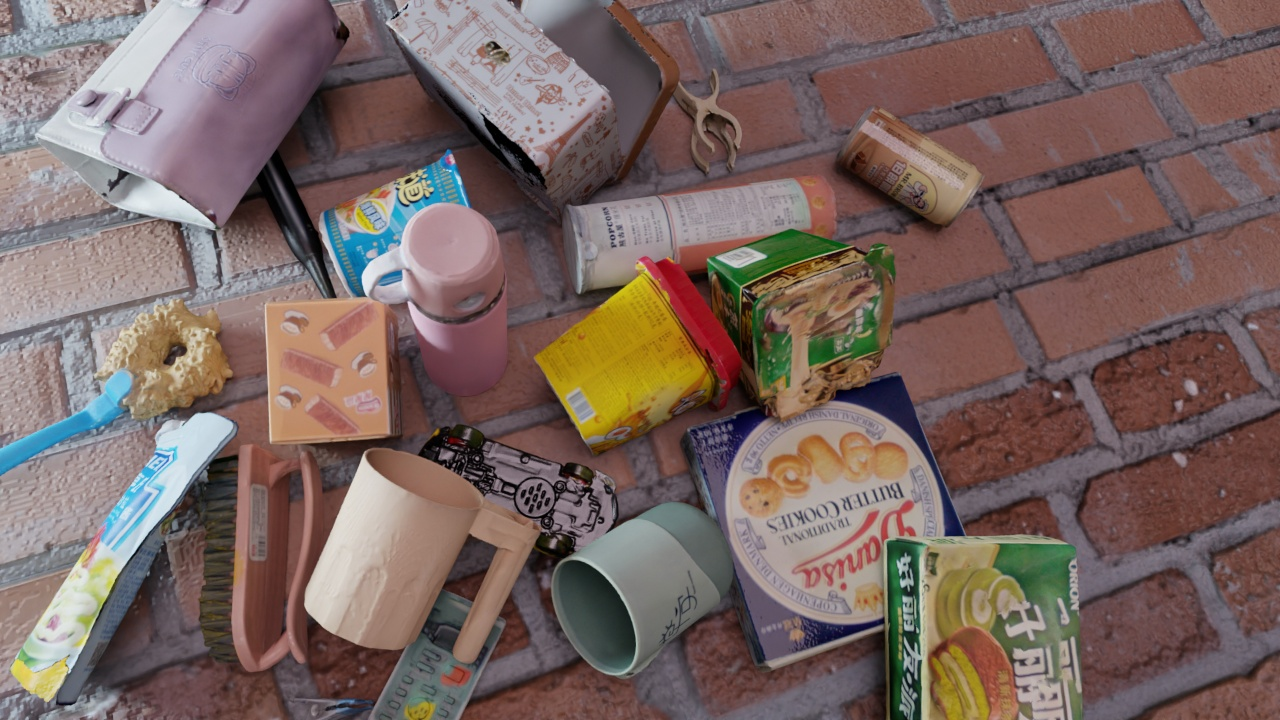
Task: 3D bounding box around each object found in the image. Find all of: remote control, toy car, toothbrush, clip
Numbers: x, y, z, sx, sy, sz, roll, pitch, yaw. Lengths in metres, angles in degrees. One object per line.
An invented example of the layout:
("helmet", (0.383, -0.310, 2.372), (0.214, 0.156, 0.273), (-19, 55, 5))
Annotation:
("remote control", (-0.145, 0.227, 0.621), (0.056, 0.019, 0.134), (26, 68, 2))
("toy car", (-0.092, 0.098, 0.663), (0.156, 0.041, 0.071), (16, 68, 4))
("toothbrush", (-0.264, -0.095, 0.720), (0.027, 0.026, 0.212), (-30, 76, -3))
("clip", (-0.205, 0.231, 0.602), (0.056, 0.024, 0.027), (-13, 68, 12))
("clip", (0.050, -0.211, 0.805), (0.076, 0.035, 0.103), (-20, 69, -15))

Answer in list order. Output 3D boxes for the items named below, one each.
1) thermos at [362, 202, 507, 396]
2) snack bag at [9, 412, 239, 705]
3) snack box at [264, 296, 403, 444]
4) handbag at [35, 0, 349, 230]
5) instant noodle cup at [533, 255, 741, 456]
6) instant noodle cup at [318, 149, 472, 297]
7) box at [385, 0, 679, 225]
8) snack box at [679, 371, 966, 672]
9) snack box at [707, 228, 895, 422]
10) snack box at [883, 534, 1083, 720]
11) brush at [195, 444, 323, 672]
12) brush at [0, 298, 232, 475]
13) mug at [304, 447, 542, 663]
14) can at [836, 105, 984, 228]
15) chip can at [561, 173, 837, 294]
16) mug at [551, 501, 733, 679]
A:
("thermos", (-0.133, -0.032, 0.623), (0.087, 0.199, 0.067), (-21, 75, -13))
("snack bag", (-0.333, 0.118, 0.595), (0.039, 0.110, 0.190), (34, 68, -28))
("snack box", (-0.211, 0.010, 0.642), (0.077, 0.093, 0.094), (-3, 86, -10))
("handbag", (-0.330, -0.205, 0.694), (0.145, 0.098, 0.196), (18, 67, 22))
("instant noodle cup", (-0.004, 0.004, 0.681), (0.123, 0.116, 0.116), (-32, 76, -6))
("instant noodle cup", (-0.180, -0.097, 0.702), (0.110, 0.099, 0.099), (-19, 73, -6))
("box", (-0.071, -0.231, 0.736), (0.158, 0.148, 0.181), (-45, 81, -5))
("snack box", (0.142, 0.115, 0.689), (0.177, 0.046, 0.182), (-14, 72, -13))
("snack box", (0.109, -0.039, 0.689), (0.118, 0.118, 0.105), (-21, 37, -18))
("snack box", (0.229, 0.239, 0.617), (0.114, 0.063, 0.240), (3, 83, -11))
("brush", (-0.253, 0.133, 0.617), (0.073, 0.063, 0.145), (-6, 71, 1))
("brush", (-0.400, 0.045, 0.633), (0.254, 0.046, 0.083), (-38, 81, -24))
("mug", (-0.142, 0.129, 0.598), (0.124, 0.084, 0.103), (25, 95, -6))
("can", (0.234, -0.169, 0.800), (0.116, 0.059, 0.058), (34, 69, 5))
("chip can", (0.048, -0.104, 0.743), (0.214, 0.071, 0.071), (-10, 71, -12))
("mug", (0.005, 0.162, 0.629), (0.082, 0.112, 0.106), (21, 31, 37))
